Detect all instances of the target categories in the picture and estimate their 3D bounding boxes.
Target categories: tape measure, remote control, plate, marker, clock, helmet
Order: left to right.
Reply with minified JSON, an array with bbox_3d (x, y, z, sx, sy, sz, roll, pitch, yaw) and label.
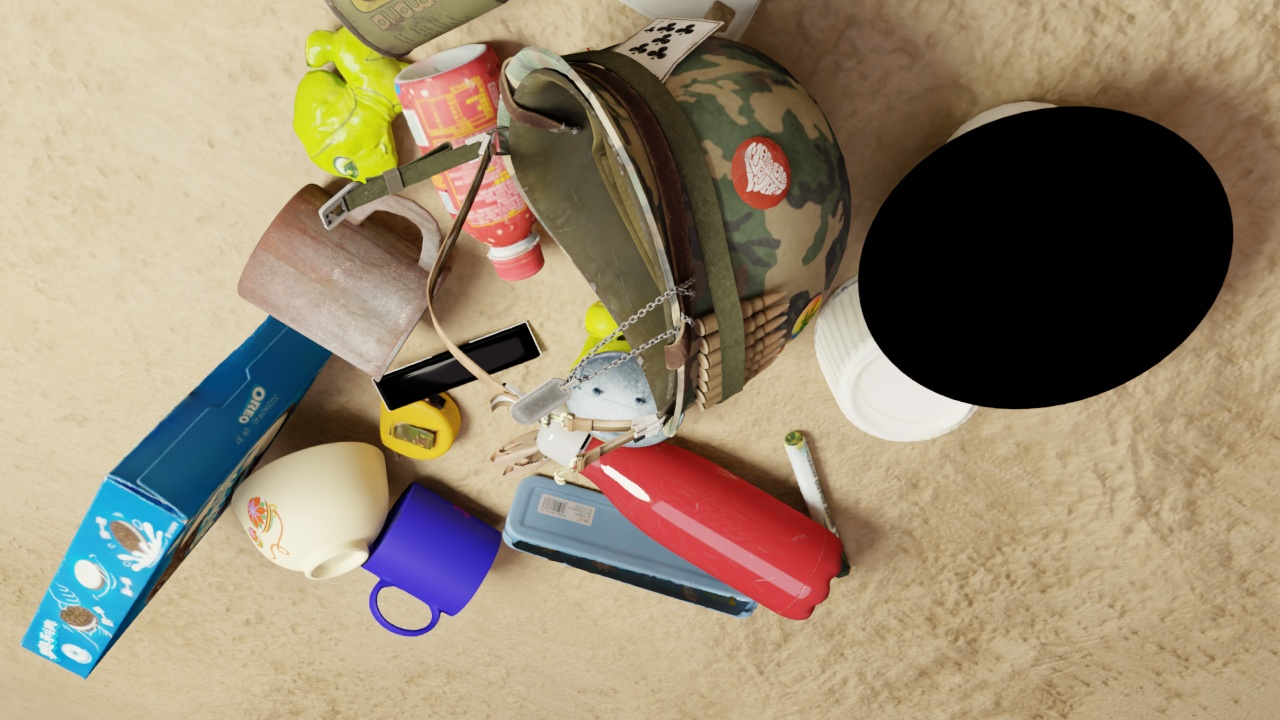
[{"bbox_3d":[-0.169,0.049,0.704,0.059,0.030,0.068,16,128,1],"label":"tape measure"},{"bbox_3d":[-0.133,0.006,0.658,0.124,0.011,0.028,-20,109,10],"label":"remote control"},{"bbox_3d":[-0.012,-0.060,0.455,0.236,0.192,0.224,-33,160,4],"label":"helmet"},{"bbox_3d":[-0.004,0.004,0.621,0.083,0.056,0.119,18,128,-1],"label":"clock"},{"bbox_3d":[0.135,0.113,0.700,0.017,0.017,0.146,-13,123,19],"label":"marker"},{"bbox_3d":[0.208,-0.035,0.476,0.184,0.036,0.185,5,127,7],"label":"plate"}]

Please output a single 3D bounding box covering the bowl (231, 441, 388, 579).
[{"bbox_3d":[-0.244,0.125,0.709,0.118,0.074,0.118,-23,156,-11],"label":"bowl"}]

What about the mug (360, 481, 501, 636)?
[{"bbox_3d":[-0.177,0.167,0.743,0.083,0.111,0.079,34,150,-14],"label":"mug"}]

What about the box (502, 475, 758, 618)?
[{"bbox_3d":[-0.006,0.155,0.729,0.210,0.066,0.052,16,135,-1],"label":"box"}]

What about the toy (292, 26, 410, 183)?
[{"bbox_3d":[-0.172,-0.152,0.553,0.094,0.036,0.094,-27,119,18],"label":"toy"}]

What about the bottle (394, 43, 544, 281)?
[{"bbox_3d":[-0.093,-0.112,0.549,0.062,0.061,0.138,-7,125,16],"label":"bottle"}]

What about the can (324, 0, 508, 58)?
[{"bbox_3d":[-0.115,-0.210,0.462,0.075,0.089,0.090,-18,121,22],"label":"can"}]

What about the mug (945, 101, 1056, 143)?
[{"bbox_3d":[0.210,-0.080,0.510,0.094,0.067,0.116,2,127,9],"label":"mug"}]

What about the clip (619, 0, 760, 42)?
[{"bbox_3d":[0.026,-0.243,0.442,0.125,0.089,0.151,26,116,-11],"label":"clip"}]

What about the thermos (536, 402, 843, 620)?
[{"bbox_3d":[0.032,0.104,0.678,0.240,0.073,0.073,31,126,-2],"label":"thermos"}]

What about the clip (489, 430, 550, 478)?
[{"bbox_3d":[-0.090,0.076,0.713,0.061,0.025,0.049,3,128,11],"label":"clip"}]

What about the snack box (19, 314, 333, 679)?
[{"bbox_3d":[-0.331,0.093,0.663,0.056,0.195,0.240,37,125,-12],"label":"snack box"}]

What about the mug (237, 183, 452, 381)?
[{"bbox_3d":[-0.182,-0.061,0.588,0.110,0.096,0.123,30,118,-17],"label":"mug"}]

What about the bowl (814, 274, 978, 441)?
[{"bbox_3d":[0.169,0.002,0.582,0.115,0.062,0.115,5,127,7],"label":"bowl"}]

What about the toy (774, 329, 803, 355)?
[{"bbox_3d":[0.053,-0.040,0.573,0.090,0.070,0.103,-37,93,5],"label":"toy"}]
